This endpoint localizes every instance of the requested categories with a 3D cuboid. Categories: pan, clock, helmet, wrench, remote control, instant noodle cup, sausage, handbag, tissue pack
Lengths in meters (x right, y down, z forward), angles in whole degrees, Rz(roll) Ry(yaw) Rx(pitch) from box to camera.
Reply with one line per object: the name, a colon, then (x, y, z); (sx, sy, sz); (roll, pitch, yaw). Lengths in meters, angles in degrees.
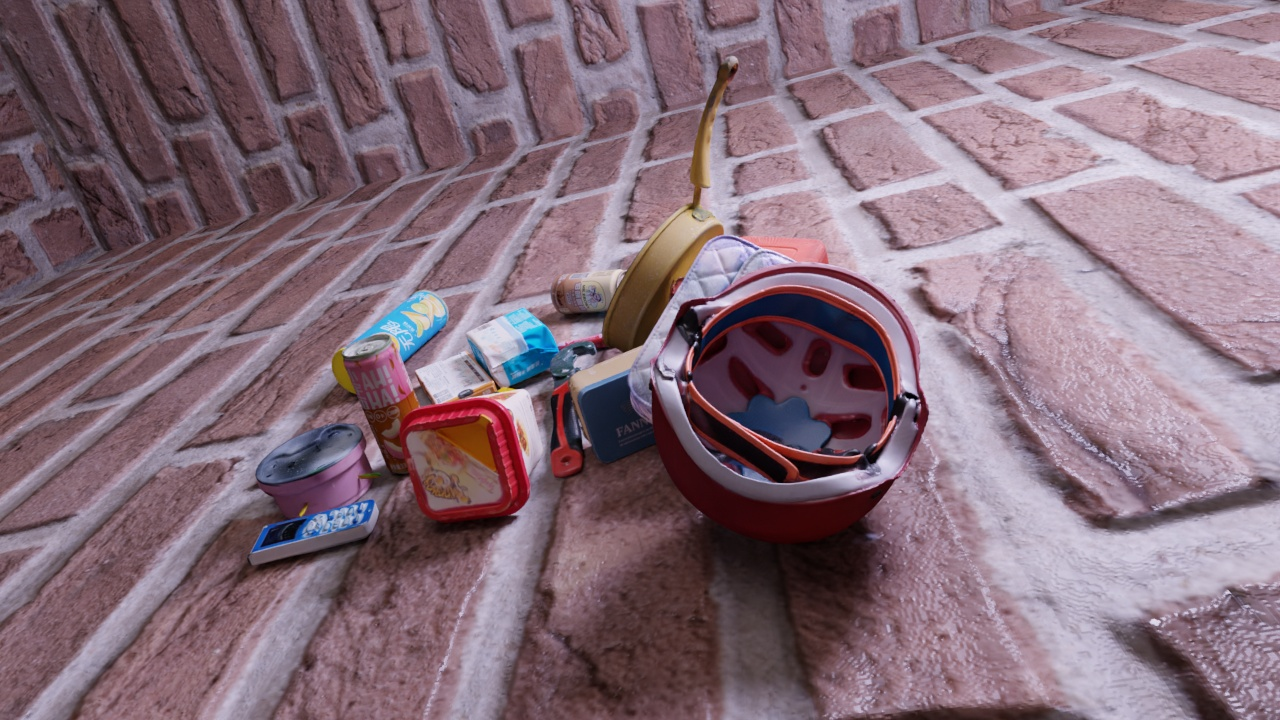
pan: (0.049, -0.164, 1.048); (0.078, 0.358, 0.197); (34, 25, 13)
clock: (-0.359, 0.118, 1.009); (0.117, 0.060, 0.159); (-29, 28, -26)
helmet: (0.113, 0.043, 0.732); (0.207, 0.144, 0.239); (24, 49, 16)
wrench: (-0.079, 0.047, 1.020); (0.056, 0.016, 0.272); (-15, 28, 7)
remote control: (-0.322, 0.171, 0.908); (0.125, 0.024, 0.049); (-14, 23, 3)
instant noodle cup: (-0.157, 0.084, 0.900); (0.116, 0.117, 0.124); (-10, 12, 15)
sausage: (-0.041, -0.028, 1.183); (0.156, 0.020, 0.020); (-12, 23, 8)
handbag: (0.081, -0.013, 0.853); (0.134, 0.076, 0.193); (27, 78, 9)
tissue pack: (-0.163, -0.015, 1.177); (0.090, 0.063, 0.140); (-26, 23, -15)
instant noodle cup: (0.158, -0.091, 1.105); (0.189, 0.079, 0.164); (6, 33, 21)

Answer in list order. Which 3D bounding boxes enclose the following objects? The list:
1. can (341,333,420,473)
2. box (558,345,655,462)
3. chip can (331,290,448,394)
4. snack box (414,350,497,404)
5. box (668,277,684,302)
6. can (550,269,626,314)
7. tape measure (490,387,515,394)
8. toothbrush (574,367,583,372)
can: (-0.271, 0.048, 0.995); (0.058, 0.147, 0.057); (-13, 23, 6)
box: (0.011, 0.032, 0.928); (0.184, 0.090, 0.060); (-25, 25, -14)
chip can: (-0.357, -0.031, 1.328); (0.071, 0.071, 0.209); (-6, 25, 22)
snack box: (-0.236, 0.030, 1.169); (0.075, 0.026, 0.154); (-24, 24, -16)
box: (0.119, -0.055, 0.997); (0.168, 0.091, 0.075); (-3, 59, 16)
can: (-0.067, -0.097, 1.306); (0.116, 0.058, 0.058); (-1, 27, 30)
tape measure: (-0.162, 0.052, 1.068); (0.057, 0.029, 0.059); (9, 34, 44)
toothbrush: (-0.006, 0.006, 1.084); (0.192, 0.018, 0.016); (-9, 25, 19)
